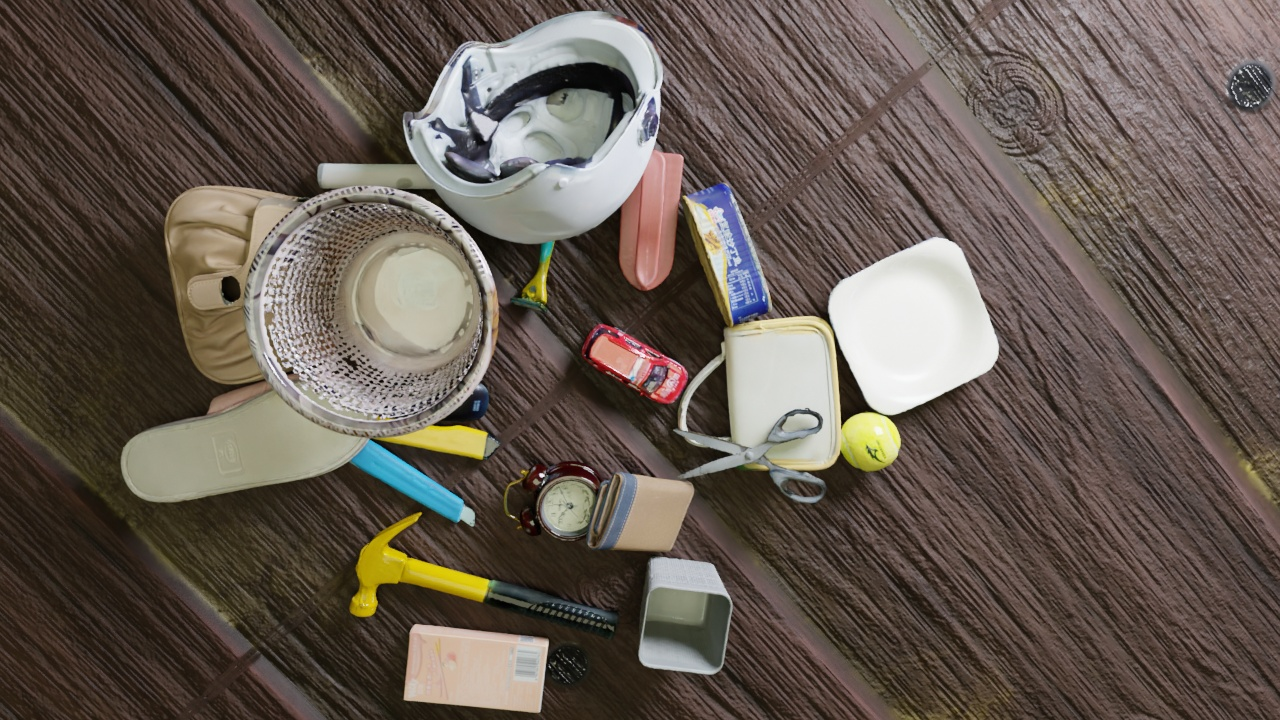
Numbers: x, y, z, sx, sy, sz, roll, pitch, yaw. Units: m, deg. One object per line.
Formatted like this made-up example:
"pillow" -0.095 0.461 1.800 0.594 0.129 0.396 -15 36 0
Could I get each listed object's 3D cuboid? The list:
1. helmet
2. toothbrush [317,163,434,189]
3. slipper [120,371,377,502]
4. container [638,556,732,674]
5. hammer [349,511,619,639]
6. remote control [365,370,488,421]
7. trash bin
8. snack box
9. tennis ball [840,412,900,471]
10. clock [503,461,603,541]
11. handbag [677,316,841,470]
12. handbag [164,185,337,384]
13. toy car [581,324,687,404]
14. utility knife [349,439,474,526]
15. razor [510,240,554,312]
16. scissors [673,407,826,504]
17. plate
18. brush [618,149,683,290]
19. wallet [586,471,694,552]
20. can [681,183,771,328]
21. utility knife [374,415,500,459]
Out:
"helmet" -0.086 -0.211 0.898 0.229 0.146 0.257 19 56 22
"toothbrush" -0.228 -0.195 0.974 0.221 0.027 0.026 0 65 -2
"slipper" -0.418 0.085 0.993 0.274 0.054 0.114 -17 98 -2
"container" 0.044 0.272 1.004 0.090 0.114 0.090 8 98 -3
"hammer" -0.171 0.261 1.037 0.300 0.033 0.129 17 98 -4
"remote control" -0.236 0.040 1.007 0.136 0.024 0.053 6 99 -3
"trash bin" -0.244 -0.053 0.908 0.227 0.192 0.227 0 98 -2
"snack box" -0.188 0.353 1.051 0.157 0.026 0.084 7 98 -3
"tennis ball" 0.252 0.089 1.010 0.065 0.065 0.065 0 98 -2
"clock" -0.090 0.156 1.012 0.122 0.055 0.082 5 98 -6
"handbag" 0.128 0.037 1.010 0.179 0.063 0.163 -3 98 13
"handbag" -0.404 -0.079 0.947 0.147 0.099 0.204 -8 102 -4
"toy car" -0.006 0.006 1.001 0.120 0.045 0.053 27 97 -8
"utility knife" -0.252 0.139 1.024 0.162 0.018 0.034 34 101 -8
"razor" -0.106 -0.120 0.988 0.043 0.028 0.132 16 101 29
"scissors" 0.124 0.101 0.987 0.178 0.014 0.160 39 109 8
"plate" 0.295 -0.037 1.006 0.164 0.034 0.163 -24 97 -2
"brush" 0.008 -0.146 0.967 0.063 0.069 0.146 4 98 -2
"wallet" 0.001 0.167 1.001 0.115 0.033 0.090 13 100 -41
"can" 0.091 -0.111 0.971 0.049 0.074 0.148 -20 89 0
"utility knife" -0.250 0.079 1.017 0.192 0.015 0.033 11 91 -2
